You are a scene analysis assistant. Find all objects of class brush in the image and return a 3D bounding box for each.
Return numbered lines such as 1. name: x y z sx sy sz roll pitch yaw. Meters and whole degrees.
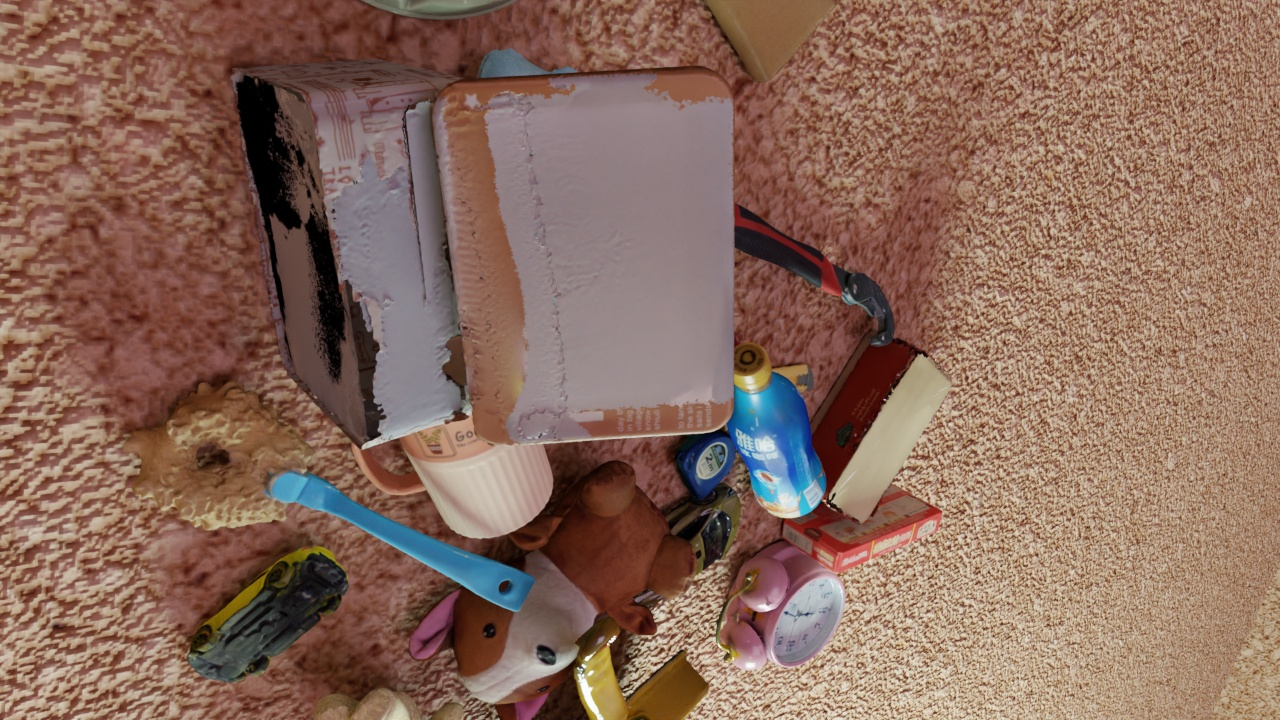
1. brush: -0.169 0.093 0.541 0.254 0.046 0.083 32 81 -25

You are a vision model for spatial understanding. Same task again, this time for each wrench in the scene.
1. wrench: 0.135 -0.076 0.754 0.273 0.016 0.056 24 64 -41

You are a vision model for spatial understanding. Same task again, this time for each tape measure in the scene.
1. tape measure: 0.054 0.081 0.766 0.054 0.025 0.058 -40 134 -20

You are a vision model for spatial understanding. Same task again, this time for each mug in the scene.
1. mug: -0.120 0.053 0.582 0.114 0.081 0.106 -15 127 0

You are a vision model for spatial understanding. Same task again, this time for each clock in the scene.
1. clock: 0.129 0.237 0.877 0.158 0.060 0.117 5 106 -38

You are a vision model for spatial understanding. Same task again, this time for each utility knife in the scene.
1. utility knife: 0.075 0.027 0.768 0.204 0.021 0.031 -7 109 -31

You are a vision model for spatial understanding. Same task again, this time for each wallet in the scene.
1. wallet: 0.083 -0.261 0.624 0.090 0.033 0.115 -51 133 -5

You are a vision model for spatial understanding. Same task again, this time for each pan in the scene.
1. pan: -0.027 0.262 0.668 0.197 0.078 0.358 -37 163 -25

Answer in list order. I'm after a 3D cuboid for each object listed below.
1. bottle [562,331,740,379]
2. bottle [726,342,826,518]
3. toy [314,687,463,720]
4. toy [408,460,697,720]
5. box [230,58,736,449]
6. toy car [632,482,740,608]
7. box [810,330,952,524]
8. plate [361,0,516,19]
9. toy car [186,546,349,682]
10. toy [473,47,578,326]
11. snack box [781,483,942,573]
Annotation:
1. bottle: -0.004 0.004 0.660 0.174 0.057 0.057 -11 117 -35
2. bottle: 0.105 0.057 0.738 0.065 0.065 0.219 -46 145 -13
3. toy: -0.173 0.257 0.622 0.105 0.066 0.157 -12 144 -5
4. toy: -0.057 0.173 0.660 0.199 0.130 0.140 -39 102 -5
5. box: -0.087 -0.052 0.451 0.133 0.271 0.180 -44 138 -56
6. toy car: 0.029 0.159 0.774 0.157 0.042 0.070 -29 126 -29
7. box: 0.220 0.067 0.858 0.091 0.076 0.168 33 88 -42
8. plate: -0.102 -0.293 0.463 0.229 0.027 0.230 -18 121 -33
9. toy car: -0.231 0.155 0.568 0.105 0.032 0.048 -41 132 -1
10. toy: -0.068 -0.096 0.567 0.156 0.050 0.161 37 87 -36
11. snack box: 0.218 0.160 0.901 0.152 0.075 0.025 -12 117 -35
